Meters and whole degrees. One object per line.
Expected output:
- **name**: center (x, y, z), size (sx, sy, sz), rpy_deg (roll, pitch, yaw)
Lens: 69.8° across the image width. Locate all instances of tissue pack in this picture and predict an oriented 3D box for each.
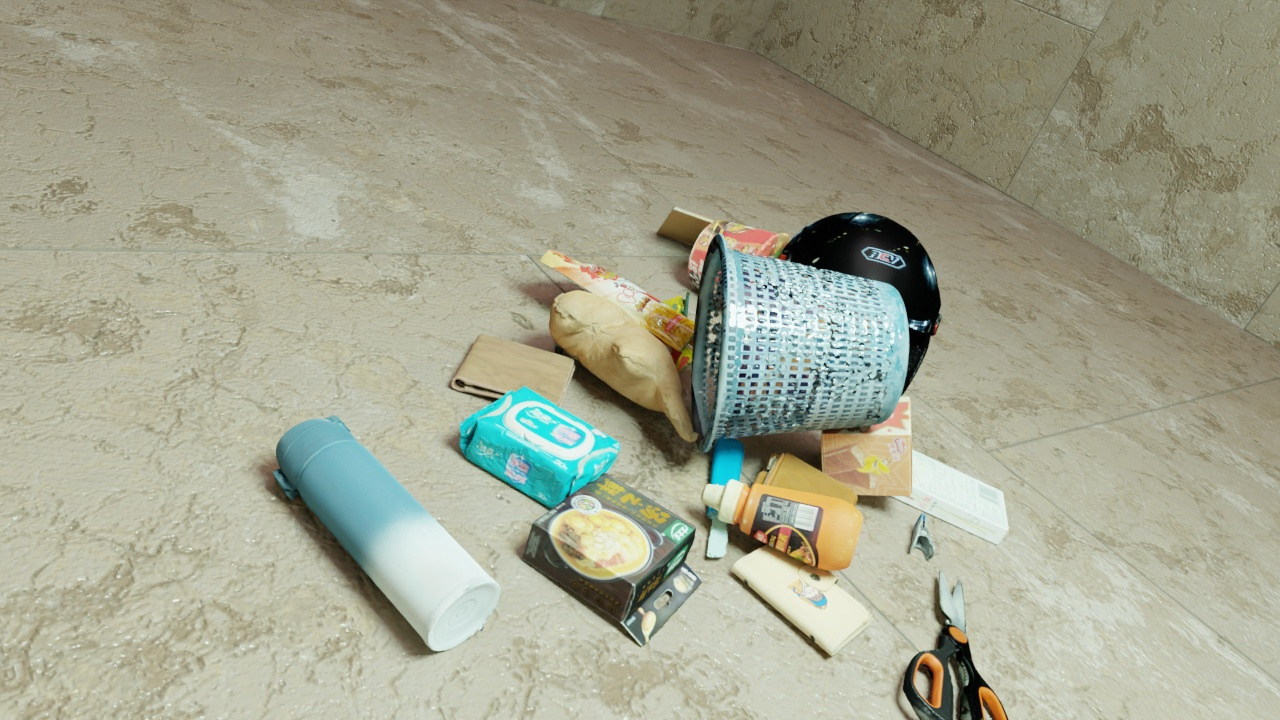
- **tissue pack**: center (-0.095, 0.079, 0.863), size (0.133, 0.050, 0.093), rpy_deg (28, 29, 12)

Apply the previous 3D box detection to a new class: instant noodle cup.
- **instant noodle cup**: center (0.141, -0.135, 1.333), size (0.109, 0.138, 0.137), rpy_deg (28, 27, 30)

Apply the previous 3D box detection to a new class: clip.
- **clip**: center (0.298, 0.188, 0.981), size (0.026, 0.024, 0.056), rpy_deg (18, 34, 0)

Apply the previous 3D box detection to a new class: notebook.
- **notebook**: center (0.136, -0.188, 1.452), size (0.207, 0.008, 0.148), rpy_deg (19, -9, -6)

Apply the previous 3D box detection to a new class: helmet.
- **helmet**: center (0.288, -0.091, 1.244), size (0.233, 0.230, 0.275), rpy_deg (21, -11, -1)

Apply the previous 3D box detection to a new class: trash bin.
- **trash bin**: center (0.163, -0.011, 0.958), size (0.195, 0.227, 0.226), rpy_deg (4, 30, -3)

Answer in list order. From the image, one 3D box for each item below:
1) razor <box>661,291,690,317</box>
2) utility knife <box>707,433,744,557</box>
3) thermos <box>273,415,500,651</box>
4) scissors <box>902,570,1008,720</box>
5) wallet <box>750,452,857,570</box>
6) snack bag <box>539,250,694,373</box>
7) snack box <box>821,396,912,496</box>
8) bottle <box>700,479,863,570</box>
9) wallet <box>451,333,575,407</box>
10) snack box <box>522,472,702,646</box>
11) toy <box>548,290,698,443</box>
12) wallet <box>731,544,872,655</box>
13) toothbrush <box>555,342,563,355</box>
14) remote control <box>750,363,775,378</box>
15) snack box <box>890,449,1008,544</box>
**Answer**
- **razor**: center (0.006, -0.075, 1.230), size (0.132, 0.043, 0.028), rpy_deg (2, 7, -24)
- **utility knife**: center (0.083, 0.134, 0.926), size (0.034, 0.018, 0.202), rpy_deg (18, 28, 1)
- **thermos**: center (-0.200, 0.125, 0.699), size (0.220, 0.070, 0.070), rpy_deg (37, 31, 28)
- **scissors**: center (0.296, 0.273, 0.836), size (0.161, 0.022, 0.233), rpy_deg (43, 30, 24)
- **wallet**: center (0.165, 0.149, 0.944), size (0.108, 0.031, 0.131), rpy_deg (30, 29, 8)
- **snack bag**: center (-0.018, -0.067, 1.131), size (0.208, 0.073, 0.128), rpy_deg (37, 12, 16)
- **snack box**: center (0.252, 0.093, 1.019), size (0.094, 0.077, 0.092), rpy_deg (-1, 23, 16)
- **bottle**: center (0.129, 0.146, 0.858), size (0.149, 0.067, 0.066), rpy_deg (16, 26, 13)
- **wallet**: center (-0.132, 0.013, 0.976), size (0.115, 0.020, 0.101), rpy_deg (13, 29, -1)
- **snack box**: center (-0.016, 0.163, 0.780), size (0.126, 0.053, 0.113), rpy_deg (27, 28, 20)
- **toy**: center (-0.006, 0.006, 1.006), size (0.226, 0.082, 0.143), rpy_deg (39, 9, 22)
- **wallet**: center (0.150, 0.210, 0.835), size (0.115, 0.024, 0.087), rpy_deg (36, 28, 29)
- **toothbrush**: center (-0.098, -0.024, 1.086), size (0.017, 0.012, 0.185), rpy_deg (8, 29, -2)
- **remote control**: center (0.161, 0.017, 1.181), size (0.049, 0.024, 0.124), rpy_deg (8, 32, -25)
- **snack box**: center (0.350, 0.151, 1.075), size (0.157, 0.027, 0.084), rpy_deg (24, 28, 5)
